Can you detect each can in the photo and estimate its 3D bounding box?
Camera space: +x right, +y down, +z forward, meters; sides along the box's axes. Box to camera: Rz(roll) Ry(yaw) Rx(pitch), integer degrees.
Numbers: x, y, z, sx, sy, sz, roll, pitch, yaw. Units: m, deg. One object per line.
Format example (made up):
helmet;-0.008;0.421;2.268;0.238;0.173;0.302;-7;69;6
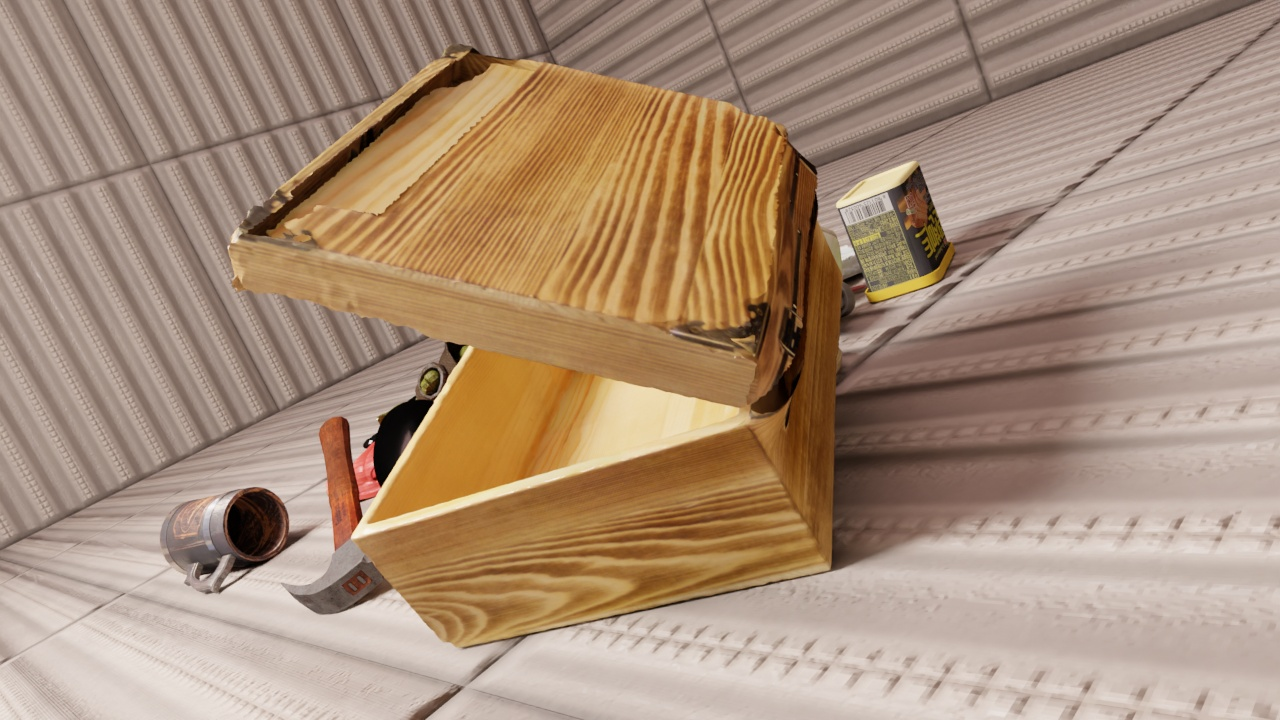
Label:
can;0.249;-0.128;0.895;0.073;0.101;0.130;-18;12;30

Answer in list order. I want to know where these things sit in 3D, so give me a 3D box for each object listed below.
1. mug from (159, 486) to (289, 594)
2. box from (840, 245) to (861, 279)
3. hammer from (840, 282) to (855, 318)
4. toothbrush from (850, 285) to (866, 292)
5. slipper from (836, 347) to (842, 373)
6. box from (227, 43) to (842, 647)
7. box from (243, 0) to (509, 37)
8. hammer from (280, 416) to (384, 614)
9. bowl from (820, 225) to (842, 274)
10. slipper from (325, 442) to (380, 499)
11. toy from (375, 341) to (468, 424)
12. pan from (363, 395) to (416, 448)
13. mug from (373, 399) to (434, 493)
mug;-0.428;0.188;0.929;0.107;0.080;0.115;-16;41;32
box;0.195;-0.101;1.101;0.210;0.037;0.189;-13;7;45
hammer;0.036;-0.003;0.864;0.325;0.034;0.169;-24;-8;30
toothbrush;0.160;-0.059;0.993;0.185;0.016;0.015;-15;13;39
slipper;0.027;0.024;0.698;0.261;0.079;0.111;-25;14;-2
box;-0.022;-0.050;0.503;0.270;0.264;0.278;-17;27;24
box;-0.164;-0.125;0.848;0.215;0.138;0.468;8;-20;14
hammer;-0.253;0.113;0.781;0.111;0.028;0.300;-40;27;-5
bowl;0.150;-0.077;0.914;0.117;0.061;0.118;-9;-31;-5
slipper;-0.247;0.091;1.023;0.249;0.059;0.103;-21;10;9
toy;-0.215;0.031;1.101;0.179;0.078;0.153;-9;-36;-51
pan;-0.265;0.061;1.258;0.204;0.044;0.354;-20;11;23
mug;-0.214;0.107;0.849;0.119;0.085;0.100;-52;22;12
